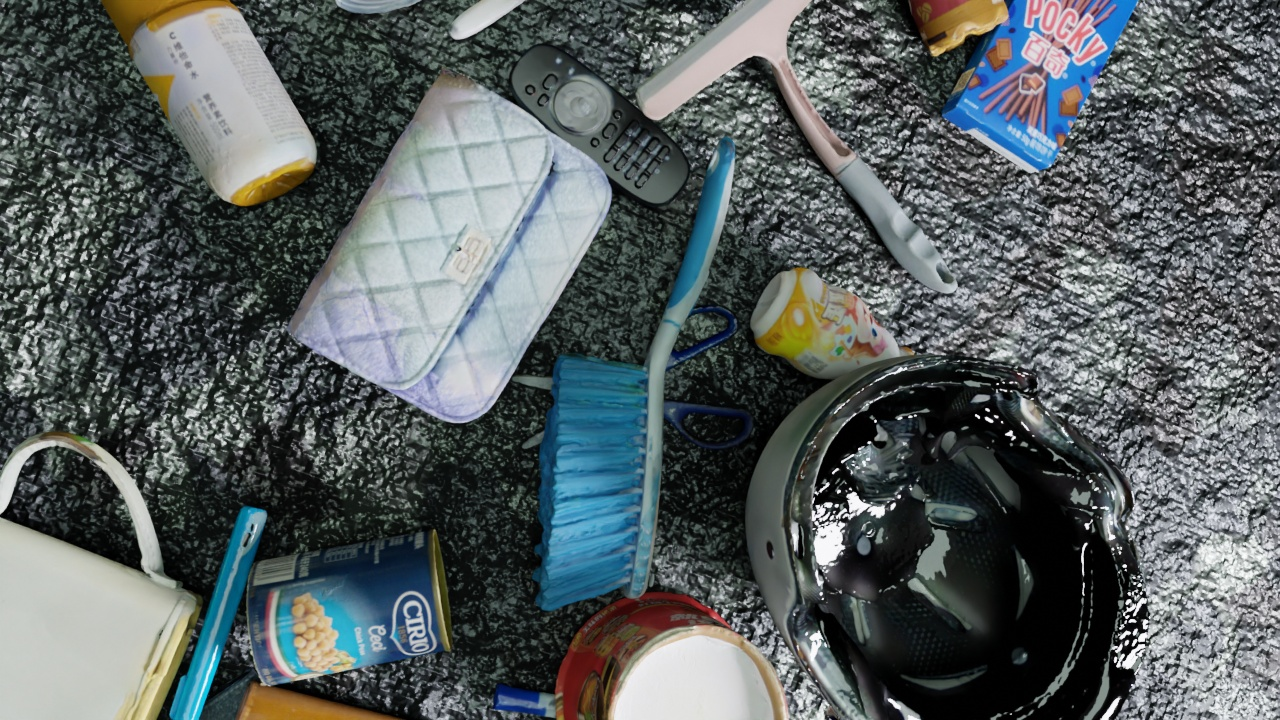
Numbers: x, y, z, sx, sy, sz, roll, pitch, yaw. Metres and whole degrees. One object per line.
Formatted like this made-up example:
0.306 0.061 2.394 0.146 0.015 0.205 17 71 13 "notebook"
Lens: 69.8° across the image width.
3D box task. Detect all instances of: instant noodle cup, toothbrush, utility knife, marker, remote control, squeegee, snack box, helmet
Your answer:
0.023 0.214 0.569 0.138 0.109 0.137 3 78 -13 "instant noodle cup"
-0.052 -0.265 0.610 0.180 0.016 0.016 -36 94 -8 "toothbrush"
-0.270 0.204 0.550 0.018 0.034 0.238 19 78 -24 "utility knife"
-0.026 0.238 0.620 0.145 0.017 0.017 13 88 -10 "marker"
-0.027 -0.155 0.612 0.136 0.024 0.053 39 85 -7 "remote control"
0.142 -0.143 0.636 0.247 0.040 0.249 -44 104 -25 "squeegee"
0.293 -0.226 0.668 0.084 0.026 0.157 30 85 -9 "snack box"
0.174 0.120 0.585 0.230 0.157 0.274 -44 108 -8 "helmet"

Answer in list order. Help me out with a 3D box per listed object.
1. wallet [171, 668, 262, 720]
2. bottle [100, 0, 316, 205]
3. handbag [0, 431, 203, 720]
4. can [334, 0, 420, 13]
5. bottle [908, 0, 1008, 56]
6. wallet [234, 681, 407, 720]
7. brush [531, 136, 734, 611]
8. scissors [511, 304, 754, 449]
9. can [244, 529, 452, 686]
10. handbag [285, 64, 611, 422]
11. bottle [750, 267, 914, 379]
-0.268 0.266 0.576 0.120 0.019 0.097 -33 97 -7 "wallet"
-0.266 -0.187 0.546 0.068 0.068 0.189 -30 95 -9 "bottle"
-0.344 0.137 0.540 0.163 0.063 0.178 25 81 -8 "handbag"
-0.169 -0.272 0.564 0.066 0.066 0.094 -16 93 -10 "can"
0.193 -0.304 0.634 0.057 0.057 0.175 -26 95 -9 "bottle"
-0.197 0.273 0.562 0.130 0.035 0.119 23 76 -20 "wallet"
-0.004 0.003 0.596 0.109 0.060 0.314 5 88 -13 "brush"
0.004 0.016 0.626 0.162 0.012 0.164 30 87 -8 "scissors"
-0.176 0.150 0.562 0.111 0.075 0.075 -9 92 -10 "can"
-0.112 -0.067 0.572 0.134 0.075 0.193 30 85 -9 "handbag"
0.131 -0.016 0.623 0.108 0.063 0.063 28 85 -10 "bottle"
